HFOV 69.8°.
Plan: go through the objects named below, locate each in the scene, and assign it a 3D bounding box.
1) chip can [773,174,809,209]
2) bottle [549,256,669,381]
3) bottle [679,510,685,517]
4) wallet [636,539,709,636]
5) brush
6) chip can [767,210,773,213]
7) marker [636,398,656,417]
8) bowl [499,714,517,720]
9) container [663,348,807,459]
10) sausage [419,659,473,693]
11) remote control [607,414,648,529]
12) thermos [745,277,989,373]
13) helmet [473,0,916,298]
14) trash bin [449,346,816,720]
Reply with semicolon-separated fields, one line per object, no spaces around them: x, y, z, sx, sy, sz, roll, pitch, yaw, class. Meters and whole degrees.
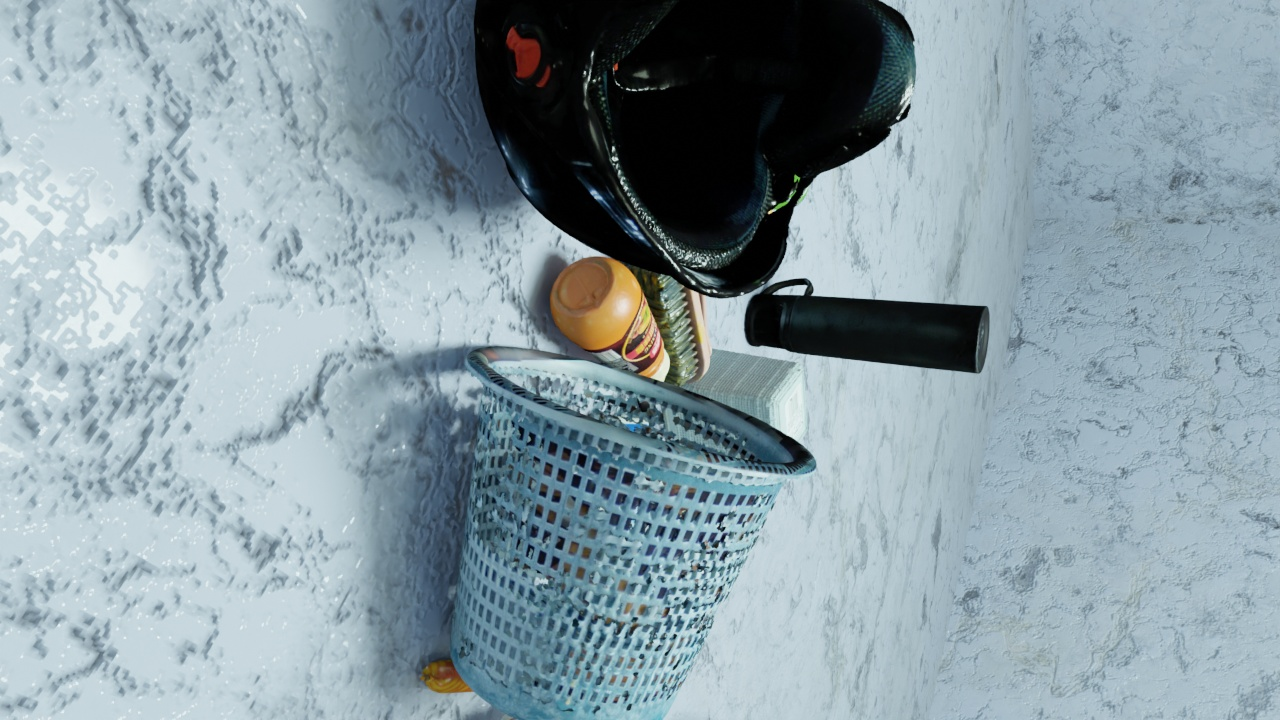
0.135;-0.208;0.828;0.236;0.072;0.072;79;24;-78;chip can
-0.014;-0.019;0.701;0.149;0.067;0.066;52;52;-54;bottle
0.073;0.115;0.896;0.205;0.060;0.060;-26;118;-57;bottle
0.037;0.217;0.885;0.124;0.032;0.101;27;70;-61;wallet
0.029;-0.040;0.775;0.072;0.063;0.146;-46;136;-33;brush
0.069;-0.141;0.784;0.216;0.073;0.073;31;69;-68;chip can
-0.005;0.005;0.777;0.018;0.015;0.124;-37;134;-23;marker
-0.071;0.284;0.648;0.062;0.113;0.113;-116;-174;-52;bowl
0.091;0.046;0.858;0.089;0.112;0.090;-43;133;-49;container
-0.100;0.220;0.644;0.165;0.021;0.021;33;67;-59;sausage
-0.019;0.108;0.762;0.049;0.024;0.125;9;89;-61;remote control
0.236;-0.043;0.963;0.068;0.243;0.089;50;54;-54;thermos
0.014;-0.173;0.547;0.233;0.231;0.274;13;83;-47;helmet
-0.027;0.116;0.586;0.226;0.227;0.195;5;104;-61;trash bin
